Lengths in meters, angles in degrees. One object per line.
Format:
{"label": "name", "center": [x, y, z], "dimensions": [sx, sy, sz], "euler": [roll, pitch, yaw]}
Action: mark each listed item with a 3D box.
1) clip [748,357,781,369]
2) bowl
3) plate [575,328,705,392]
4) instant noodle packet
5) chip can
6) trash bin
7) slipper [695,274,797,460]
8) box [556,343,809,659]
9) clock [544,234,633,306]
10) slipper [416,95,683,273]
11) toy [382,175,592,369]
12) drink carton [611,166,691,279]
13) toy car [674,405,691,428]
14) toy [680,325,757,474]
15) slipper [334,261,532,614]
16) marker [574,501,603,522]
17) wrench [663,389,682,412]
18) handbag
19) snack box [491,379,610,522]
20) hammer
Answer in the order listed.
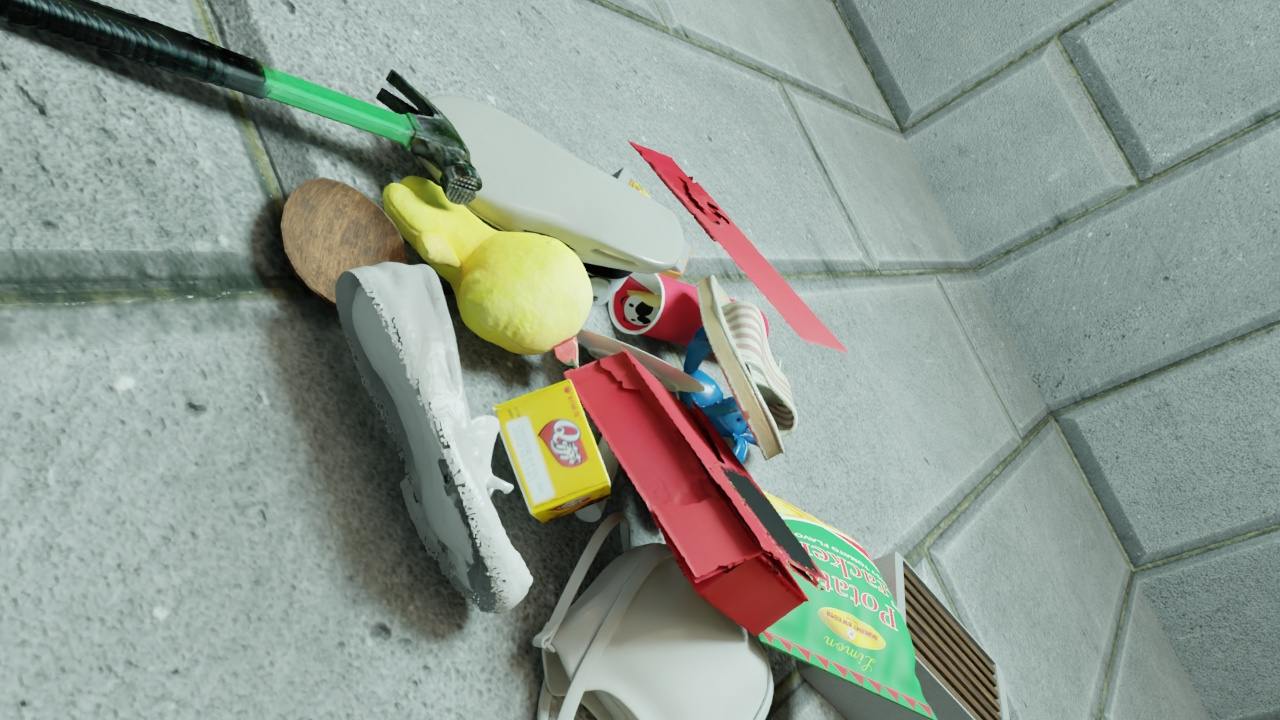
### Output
{"label": "clip", "center": [0.132, 0.032, 0.974], "dimensions": [0.052, 0.058, 0.101], "euler": [41, 23, -4]}
{"label": "bowl", "center": [-0.219, -0.078, 0.666], "dimensions": [0.102, 0.026, 0.114], "euler": [35, 39, -35]}
{"label": "plate", "center": [-0.005, 0.005, 0.841], "dimensions": [0.134, 0.135, 0.011], "euler": [31, 80, -40]}
{"label": "instant noodle packet", "center": [0.157, 0.205, 0.855], "dimensions": [0.195, 0.090, 0.252], "euler": [29, 19, -20]}
{"label": "chip can", "center": [0.060, -0.047, 1.013], "dimensions": [0.220, 0.069, 0.069], "euler": [12, 55, -52]}
{"label": "trash bin", "center": [0.283, 0.330, 0.978], "dimensions": [0.229, 0.115, 0.114], "euler": [47, 33, -22]}
{"label": "slipper", "center": [0.099, -0.005, 0.839], "dimensions": [0.115, 0.052, 0.262], "euler": [61, 9, -27]}
{"label": "box", "center": [0.007, 0.122, 0.715], "dimensions": [0.213, 0.153, 0.165], "euler": [54, 6, 38]}
{"label": "clock", "center": [-0.054, -0.100, 0.898], "dimensions": [0.094, 0.035, 0.122], "euler": [32, 43, -8]}
{"label": "slipper", "center": [-0.091, -0.141, 0.844], "dimensions": [0.265, 0.081, 0.112], "euler": [24, 52, -11]}
{"label": "toy", "center": [-0.120, -0.077, 0.756], "dimensions": [0.207, 0.092, 0.133], "euler": [33, 24, -6]}
{"label": "drink carton", "center": [-0.002, -0.144, 1.022], "dimensions": [0.125, 0.049, 0.076], "euler": [48, 33, -20]}
{"label": "toy car", "center": [0.021, 0.096, 0.854], "dimensions": [0.043, 0.056, 0.120], "euler": [21, 45, -39]}
{"label": "toy", "center": [0.084, 0.050, 0.972], "dimensions": [0.176, 0.071, 0.112], "euler": [60, 31, -21]}
{"label": "slipper", "center": [-0.131, 0.050, 0.617], "dimensions": [0.074, 0.112, 0.246], "euler": [-19, 85, -22]}
{"label": "marker", "center": [-0.028, 0.089, 0.810], "dimensions": [0.027, 0.023, 0.132], "euler": [34, 36, -11]}
{"label": "wrench", "center": [0.049, 0.125, 0.882], "dimensions": [0.073, 0.022, 0.273], "euler": [66, 10, -58]}
{"label": "handbag", "center": [-0.011, 0.249, 0.677], "dimensions": [0.216, 0.096, 0.221], "euler": [54, 43, -8]}
{"label": "snack box", "center": [-0.064, 0.071, 0.688], "dimensions": [0.106, 0.061, 0.083], "euler": [98, -30, -76]}
{"label": "hammer", "center": [-0.267, -0.198, 0.654], "dimensions": [0.318, 0.032, 0.130], "euler": [10, 41, -44]}
